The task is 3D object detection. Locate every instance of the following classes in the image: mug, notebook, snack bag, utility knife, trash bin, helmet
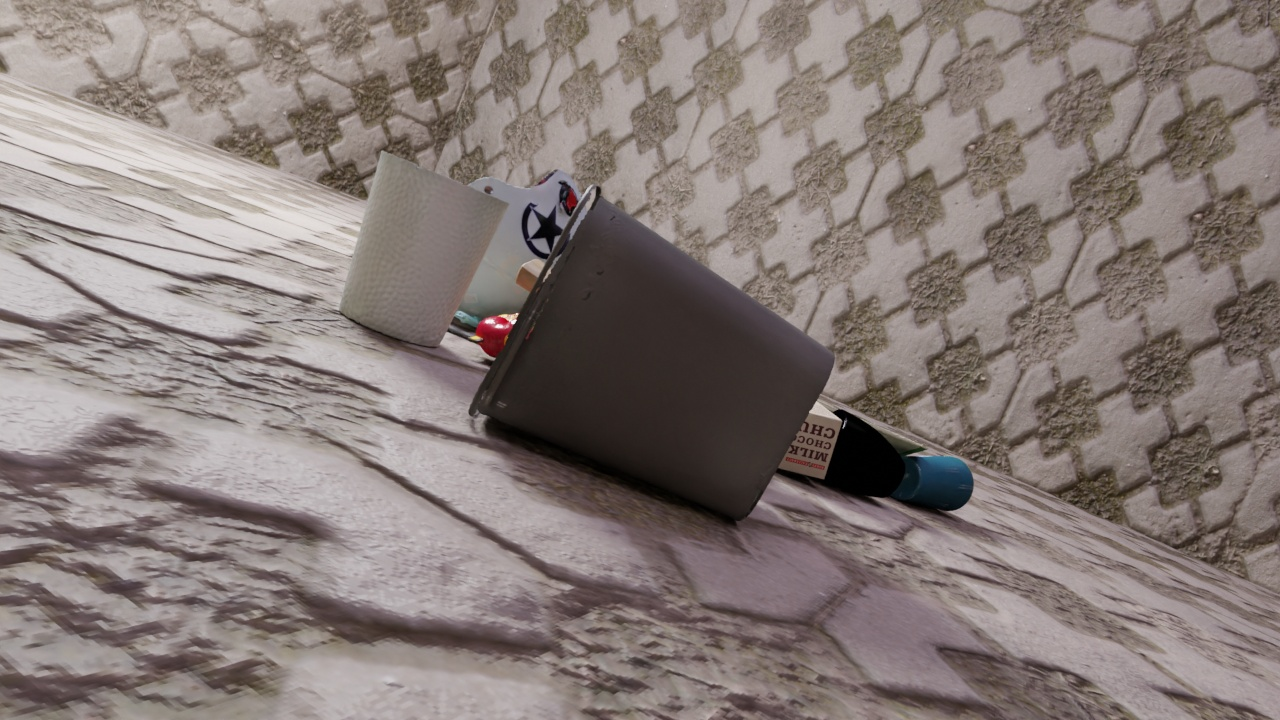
[{"bbox_3d":[0.256,0.124,1.118,0.100,0.084,0.119,31,-25,-8],"label":"mug"},{"bbox_3d":[0.281,0.105,1.310,0.182,0.010,0.253,23,-12,1],"label":"notebook"},{"bbox_3d":[0.161,0.072,1.117,0.094,0.070,0.206,14,8,-7],"label":"snack bag"},{"bbox_3d":[-0.211,-0.053,1.097,0.022,0.015,0.177,24,-3,4],"label":"utility knife"},{"bbox_3d":[0.013,0.001,0.736,0.220,0.197,0.197,29,5,-4],"label":"trash bin"},{"bbox_3d":[-0.174,-0.137,1.231,0.237,0.163,0.263,-19,-4,38],"label":"helmet"},{"bbox_3d":[-0.222,-0.107,0.914,0.133,0.161,0.133,22,5,-2],"label":"trash bin"},{"bbox_3d":[0.387,0.163,1.245,0.121,0.078,0.078,12,11,-41],"label":"mug"}]

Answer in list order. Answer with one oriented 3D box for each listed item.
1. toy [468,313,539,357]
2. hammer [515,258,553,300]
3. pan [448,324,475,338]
[{"bbox_3d":[-0.127,-0.023,0.958,0.105,0.067,0.137,-5,18,-18],"label":"toy"},{"bbox_3d":[0.005,-0.006,0.940,0.323,0.051,0.117,36,33,14],"label":"hammer"},{"bbox_3d":[-0.105,0.002,1.054,0.354,0.024,0.216,23,5,4],"label":"pan"}]
